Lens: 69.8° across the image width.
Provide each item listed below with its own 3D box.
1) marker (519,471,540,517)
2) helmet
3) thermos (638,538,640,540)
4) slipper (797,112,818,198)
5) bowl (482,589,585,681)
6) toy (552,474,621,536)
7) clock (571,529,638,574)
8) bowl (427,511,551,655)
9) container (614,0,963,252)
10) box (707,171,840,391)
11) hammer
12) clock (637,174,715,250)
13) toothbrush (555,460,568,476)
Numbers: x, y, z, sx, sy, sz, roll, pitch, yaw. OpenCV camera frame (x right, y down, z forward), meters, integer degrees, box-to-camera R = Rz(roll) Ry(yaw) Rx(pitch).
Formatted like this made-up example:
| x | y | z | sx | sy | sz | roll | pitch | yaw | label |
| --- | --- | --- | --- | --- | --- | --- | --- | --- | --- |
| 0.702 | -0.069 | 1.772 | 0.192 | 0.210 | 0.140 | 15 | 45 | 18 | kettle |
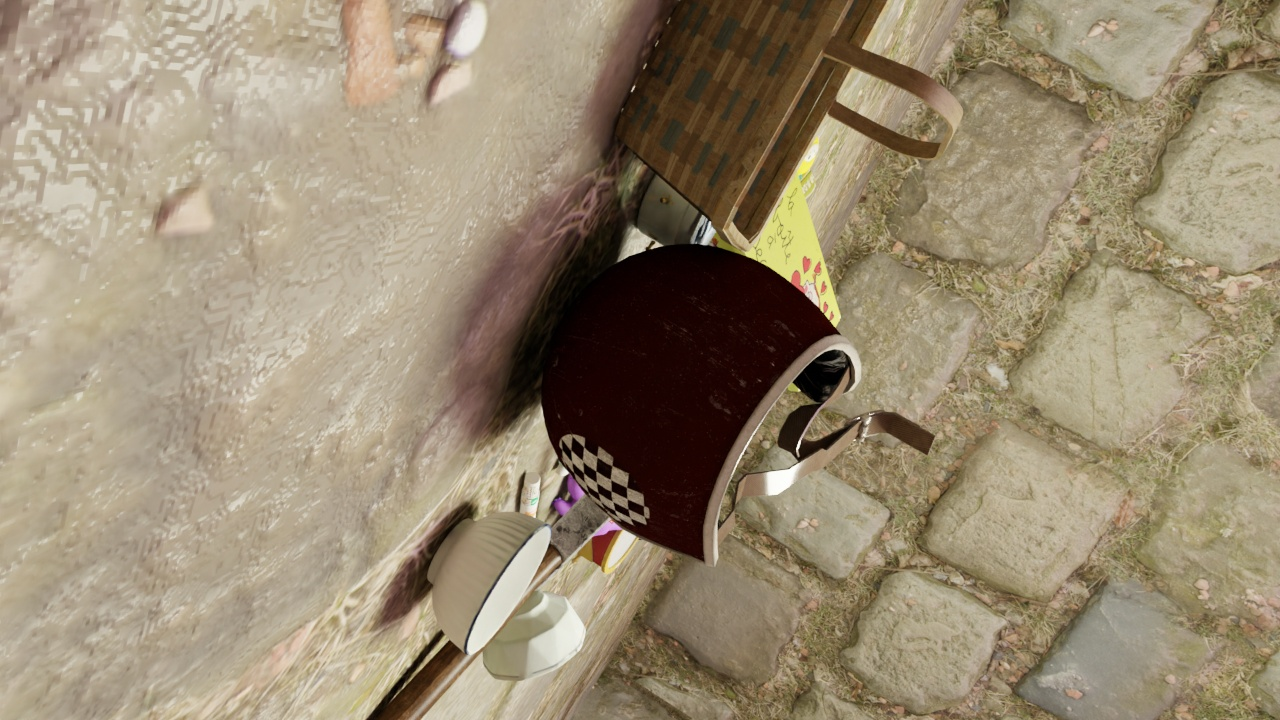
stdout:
| x | y | z | sx | sy | sz | roll | pitch | yaw | label |
| --- | --- | --- | --- | --- | --- | --- | --- | --- | --- |
| -0.110 | 0.149 | 0.894 | 0.017 | 0.017 | 0.146 | -53 | 167 | -35 | marker |
| 0.056 | 0.030 | 0.695 | 0.233 | 0.254 | 0.234 | -48 | 151 | -20 | helmet |
| 0.021 | 0.205 | 1.451 | 0.198 | 0.086 | 0.086 | -48 | 163 | -49 | thermos |
| 0.147 | -0.196 | 1.000 | 0.091 | 0.081 | 0.191 | -49 | 167 | -36 | slipper |
| -0.124 | 0.291 | 1.007 | 0.117 | 0.118 | 0.061 | -42 | 122 | -58 | bowl |
| -0.052 | 0.161 | 1.044 | 0.056 | 0.106 | 0.088 | -157 | -116 | -63 | toy |
| -0.035 | 0.181 | 1.145 | 0.158 | 0.081 | 0.117 | -51 | 162 | -28 | clock |
| -0.129 | 0.168 | 0.736 | 0.118 | 0.062 | 0.118 | -57 | 168 | -19 | bowl |
| 0.121 | -0.188 | 0.611 | 0.250 | 0.186 | 0.157 | -61 | 169 | 6 | container |
| 0.131 | -0.087 | 0.958 | 0.124 | 0.082 | 0.221 | -53 | 138 | -31 | box |
| -0.136 | 0.238 | 0.859 | 0.299 | 0.037 | 0.218 | -43 | 176 | -43 | hammer |
| 0.045 | -0.134 | 0.756 | 0.117 | 0.057 | 0.083 | -50 | 165 | -42 | clock |
| -0.057 | 0.101 | 1.017 | 0.016 | 0.016 | 0.180 | -66 | 168 | 12 | toothbrush |
